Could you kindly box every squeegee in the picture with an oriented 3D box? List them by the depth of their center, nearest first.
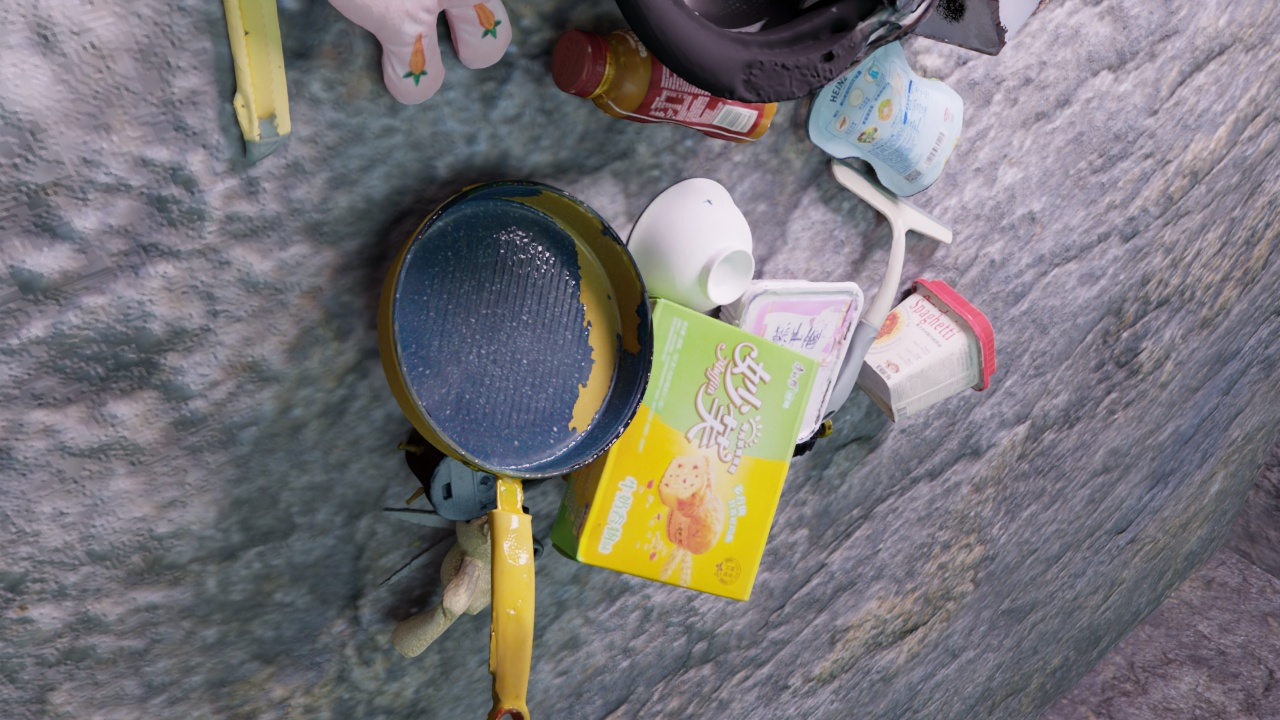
[{"bbox_3d":[0.225,-0.046,0.908,0.246,0.039,0.246,14,98,-46],"label":"squeegee"}]

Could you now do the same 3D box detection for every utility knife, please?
[{"bbox_3d":[-0.205,-0.205,0.466,0.030,0.022,0.216,-24,128,-36],"label":"utility knife"}]

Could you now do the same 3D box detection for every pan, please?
[{"bbox_3d":[-0.078,0.056,0.587,0.197,0.078,0.357,15,76,-34],"label":"pan"}]

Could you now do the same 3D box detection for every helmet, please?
[{"bbox_3d":[0.076,-0.296,0.535,0.230,0.157,0.274,28,104,-26],"label":"helmet"}]

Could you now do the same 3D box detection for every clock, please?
[{"bbox_3d":[-0.123,0.071,0.706,0.121,0.055,0.082,-21,131,-31],"label":"clock"}]

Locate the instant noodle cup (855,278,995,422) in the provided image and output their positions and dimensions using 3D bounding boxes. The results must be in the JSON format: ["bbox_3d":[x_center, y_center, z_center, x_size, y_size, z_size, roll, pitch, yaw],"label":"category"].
[{"bbox_3d":[0.301,-0.006,0.994,0.124,0.116,0.117,-31,136,-5],"label":"instant noodle cup"}]

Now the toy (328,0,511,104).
[{"bbox_3d":[-0.120,-0.219,0.502,0.121,0.054,0.160,-36,145,-15],"label":"toy"}]

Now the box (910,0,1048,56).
[{"bbox_3d":[0.252,-0.354,0.660,0.174,0.152,0.182,-51,139,-3],"label":"box"}]

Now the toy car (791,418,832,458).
[{"bbox_3d":[0.172,0.029,0.946,0.070,0.042,0.158,-8,115,-42],"label":"toy car"}]

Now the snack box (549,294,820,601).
[{"bbox_3d":[0.036,0.071,0.731,0.157,0.070,0.210,19,86,-23],"label":"snack box"}]

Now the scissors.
[{"bbox_3d":[-0.138,0.137,0.773,0.179,0.014,0.159,29,98,-47],"label":"scissors"}]

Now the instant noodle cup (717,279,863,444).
[{"bbox_3d":[0.118,-0.003,0.854,0.137,0.060,0.174,-3,120,-30],"label":"instant noodle cup"}]

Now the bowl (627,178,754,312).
[{"bbox_3d":[0.053,-0.081,0.745,0.118,0.065,0.118,-22,131,-28],"label":"bowl"}]

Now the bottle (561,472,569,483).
[{"bbox_3d":[0.024,0.098,0.805,0.189,0.068,0.068,16,108,-24],"label":"bottle"}]

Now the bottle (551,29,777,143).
[{"bbox_3d":[0.019,-0.191,0.639,0.174,0.057,0.057,-1,119,-41],"label":"bottle"}]

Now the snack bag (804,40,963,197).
[{"bbox_3d":[0.219,-0.217,0.816,0.190,0.039,0.110,14,114,-45],"label":"snack bag"}]

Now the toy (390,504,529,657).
[{"bbox_3d":[-0.149,0.179,0.751,0.157,0.066,0.105,-53,167,13],"label":"toy"}]
